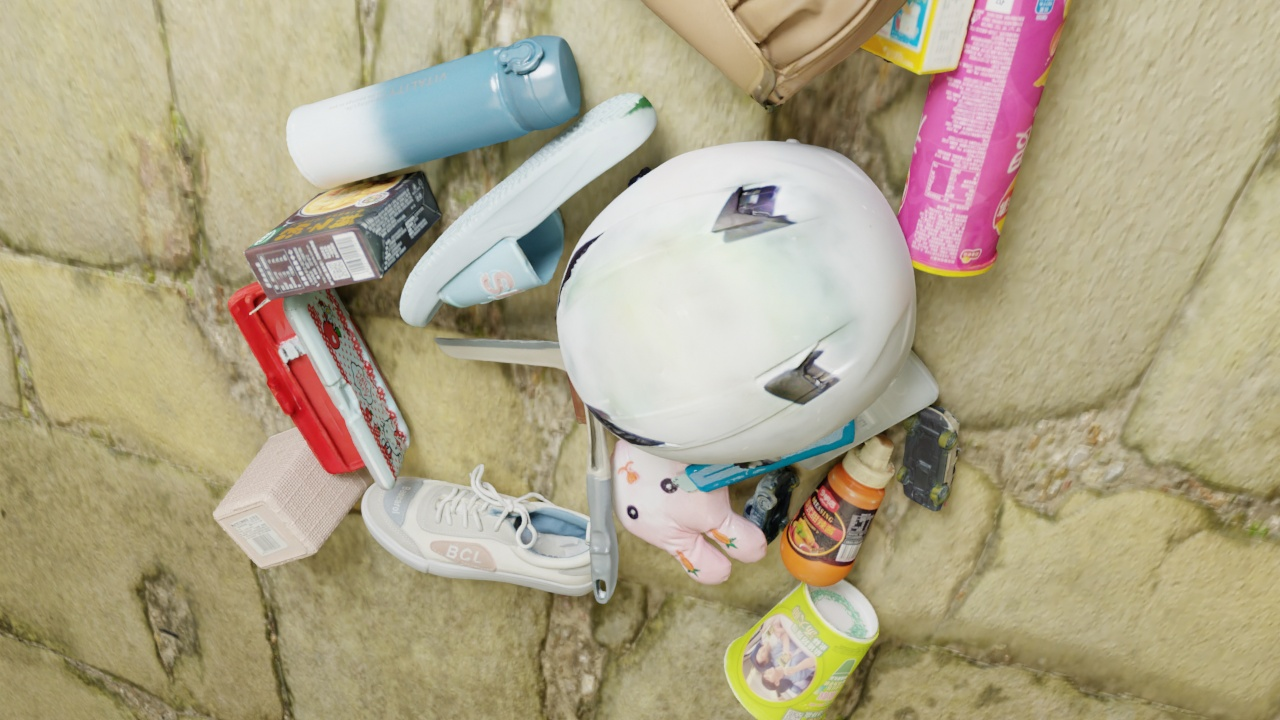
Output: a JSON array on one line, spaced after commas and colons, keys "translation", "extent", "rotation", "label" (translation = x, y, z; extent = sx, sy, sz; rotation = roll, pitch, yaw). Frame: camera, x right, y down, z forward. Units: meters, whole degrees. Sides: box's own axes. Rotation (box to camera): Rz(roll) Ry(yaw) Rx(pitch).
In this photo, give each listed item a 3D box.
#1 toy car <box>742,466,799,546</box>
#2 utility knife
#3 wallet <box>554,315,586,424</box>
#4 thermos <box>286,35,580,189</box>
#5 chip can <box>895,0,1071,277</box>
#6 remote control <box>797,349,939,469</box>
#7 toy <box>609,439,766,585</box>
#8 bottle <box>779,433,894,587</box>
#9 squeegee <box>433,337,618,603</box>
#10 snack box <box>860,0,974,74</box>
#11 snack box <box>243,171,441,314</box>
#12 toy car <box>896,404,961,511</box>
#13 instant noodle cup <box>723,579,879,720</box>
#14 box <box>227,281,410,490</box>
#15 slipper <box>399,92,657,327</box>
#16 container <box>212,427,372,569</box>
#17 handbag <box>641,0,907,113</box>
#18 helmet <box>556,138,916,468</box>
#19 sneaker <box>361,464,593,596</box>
[{"translation": [0.112, 0.130, 0.811], "extent": [0.034, 0.042, 0.091], "rotation": [36, 138, 32], "label": "toy car"}, {"translation": [0.099, 0.075, 0.743], "extent": [0.159, 0.018, 0.034], "rotation": [-22, 102, 14], "label": "utility knife"}, {"translation": [-0.005, 0.004, 0.764], "extent": [0.125, 0.032, 0.101], "rotation": [-2, 120, 15], "label": "wallet"}, {"translation": [-0.147, -0.178, 0.657], "extent": [0.221, 0.070, 0.070], "rotation": [-10, 120, 21], "label": "thermos"}, {"translation": [0.212, -0.160, 0.570], "extent": [0.071, 0.071, 0.211], "rotation": [10, 124, 8], "label": "chip can"}, {"translation": [0.171, 0.039, 0.741], "extent": [0.136, 0.020, 0.056], "rotation": [-37, 95, 32], "label": "remote control"}, {"translation": [0.037, 0.127, 0.805], "extent": [0.159, 0.054, 0.122], "rotation": [47, 125, 0], "label": "toy"}, {"translation": [0.173, 0.124, 0.781], "extent": [0.067, 0.066, 0.150], "rotation": [22, 119, -1], "label": "bottle"}, {"translation": [-0.037, 0.093, 0.776], "extent": [0.247, 0.039, 0.247], "rotation": [1, 111, 16], "label": "squeegee"}, {"translation": [0.156, -0.244, 0.520], "extent": [0.033, 0.087, 0.141], "rotation": [-15, 129, -23], "label": "snack box"}, {"translation": [-0.233, -0.092, 0.707], "extent": [0.126, 0.113, 0.053], "rotation": [-7, 120, 19], "label": "snack box"}, {"translation": [0.235, 0.076, 0.741], "extent": [0.042, 0.035, 0.090], "rotation": [28, 132, 44], "label": "toy car"}, {"translation": [0.157, 0.266, 0.855], "extent": [0.111, 0.111, 0.124], "rotation": [28, 118, -5], "label": "instant noodle cup"}, {"translation": [-0.275, 0.024, 0.800], "extent": [0.095, 0.101, 0.201], "rotation": [-23, 118, -6], "label": "box"}, {"translation": [-0.078, -0.100, 0.672], "extent": [0.246, 0.103, 0.074], "rotation": [-34, 110, 24], "label": "slipper"}, {"translation": [-0.336, 0.131, 0.886], "extent": [0.090, 0.110, 0.090], "rotation": [-19, 116, 25], "label": "container"}, {"translation": [0.051, -0.246, 0.512], "extent": [0.204, 0.099, 0.148], "rotation": [46, 133, 13], "label": "handbag"}, {"translation": [0.048, -0.029, 0.608], "extent": [0.259, 0.145, 0.229], "rotation": [-16, 92, 20], "label": "helmet"}, {"translation": [-0.147, 0.154, 0.861], "extent": [0.242, 0.089, 0.091], "rotation": [15, 141, 0], "label": "sneaker"}]
